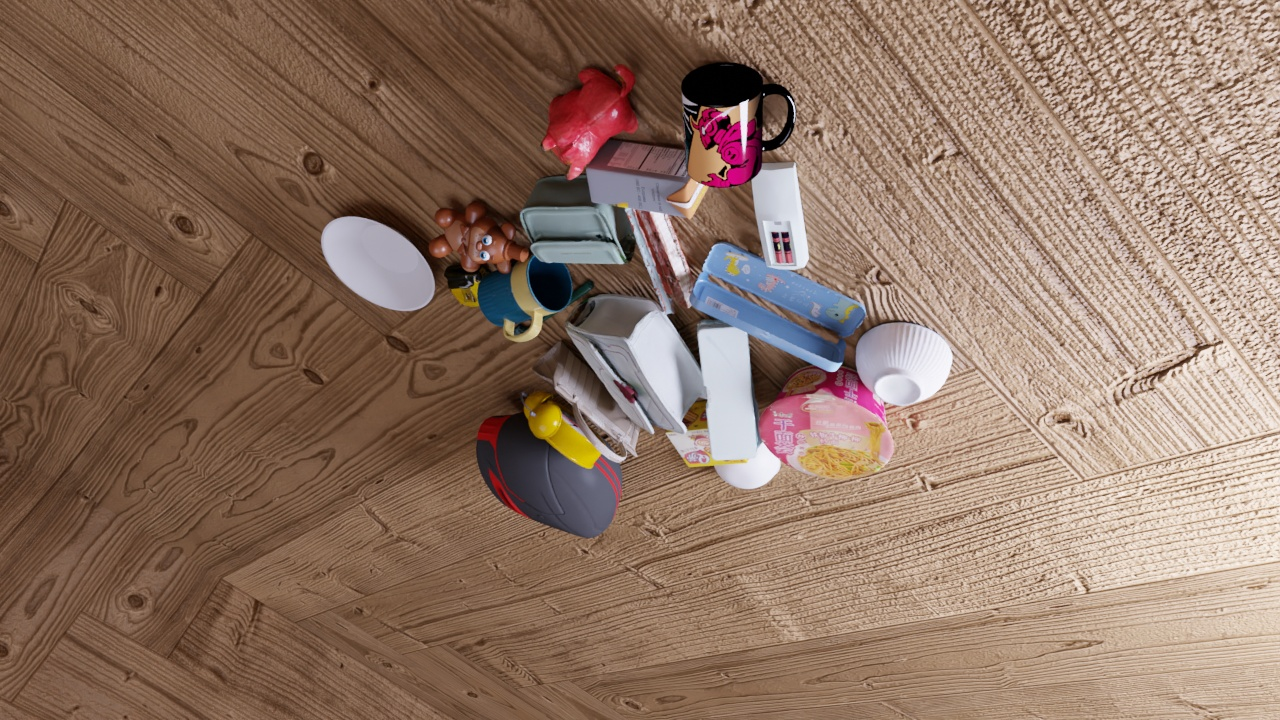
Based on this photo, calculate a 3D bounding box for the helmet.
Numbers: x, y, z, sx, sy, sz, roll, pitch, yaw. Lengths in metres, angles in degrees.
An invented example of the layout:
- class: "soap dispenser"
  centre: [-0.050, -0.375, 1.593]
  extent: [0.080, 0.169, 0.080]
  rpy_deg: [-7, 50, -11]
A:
- class: "helmet"
  centre: [-0.124, 0.177, 1.466]
  extent: [0.170, 0.163, 0.265]
  rpy_deg: [-14, 128, 38]

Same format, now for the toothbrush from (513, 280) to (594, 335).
- class: "toothbrush"
  centre: [-0.128, -0.071, 1.303]
  extent: [0.017, 0.016, 0.190]
  rpy_deg: [42, 137, -19]

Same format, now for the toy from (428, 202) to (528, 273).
- class: "toy"
  centre: [-0.209, -0.154, 1.195]
  extent: [0.128, 0.065, 0.095]
  rpy_deg: [21, 116, 22]

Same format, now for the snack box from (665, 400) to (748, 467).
- class: "snack box"
  centre: [0.105, 0.108, 1.358]
  extent: [0.106, 0.061, 0.083]
  rpy_deg: [-9, 131, 33]

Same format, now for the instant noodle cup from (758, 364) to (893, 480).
- class: "instant noodle cup"
  centre: [0.255, 0.077, 1.240]
  extent: [0.179, 0.077, 0.179]
  rpy_deg: [13, 141, 11]

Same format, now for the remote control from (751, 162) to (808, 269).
- class: "remote control"
  centre: [0.160, -0.160, 1.055]
  extent: [0.050, 0.024, 0.143]
  rpy_deg: [4, 137, 22]

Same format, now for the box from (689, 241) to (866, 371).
- class: "box"
  centre: [0.168, -0.064, 1.125]
  extent: [0.209, 0.073, 0.078]
  rpy_deg: [24, 137, -2]

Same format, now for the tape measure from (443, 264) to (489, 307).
- class: "tape measure"
  centre: [-0.239, -0.104, 1.300]
  extent: [0.066, 0.037, 0.064]
  rpy_deg: [2, 136, 23]

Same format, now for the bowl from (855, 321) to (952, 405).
- class: "bowl"
  centre: [0.325, 0.015, 1.146]
  extent: [0.118, 0.062, 0.118]
  rpy_deg: [13, 140, 11]

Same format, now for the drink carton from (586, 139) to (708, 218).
- class: "drink carton"
  centre: [0.009, -0.207, 1.037]
  extent: [0.125, 0.076, 0.049]
  rpy_deg: [12, 140, 19]

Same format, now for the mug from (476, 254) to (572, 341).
- class: "mug"
  centre: [-0.159, -0.080, 1.232]
  extent: [0.107, 0.113, 0.083]
  rpy_deg: [-13, 155, 38]

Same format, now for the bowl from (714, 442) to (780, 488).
- class: "bowl"
  centre: [0.157, 0.167, 1.417]
  extent: [0.110, 0.040, 0.110]
  rpy_deg: [13, 140, 11]

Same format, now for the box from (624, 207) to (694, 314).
- class: "box"
  centre: [0.015, -0.134, 1.134]
  extent: [0.058, 0.062, 0.188]
  rpy_deg: [48, 167, 51]

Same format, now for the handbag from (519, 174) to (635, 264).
- class: "handbag"
  centre: [-0.076, -0.166, 1.130]
  extent: [0.122, 0.067, 0.106]
  rpy_deg: [3, 138, 22]

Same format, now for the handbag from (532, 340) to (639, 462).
- class: "handbag"
  centre: [-0.066, 0.082, 1.311]
  extent: [0.062, 0.197, 0.175]
  rpy_deg: [-43, 114, 10]

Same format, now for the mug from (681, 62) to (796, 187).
- class: "mug"
  centre: [0.103, -0.247, 0.951]
  extent: [0.118, 0.081, 0.098]
  rpy_deg: [-11, 137, -3]

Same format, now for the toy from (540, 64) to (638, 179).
- class: "toy"
  centre: [-0.049, -0.259, 0.989]
  extent: [0.088, 0.093, 0.133]
  rpy_deg: [39, 137, -19]

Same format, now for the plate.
- class: "plate"
  centre: [-0.367, -0.147, 1.313]
  extent: [0.174, 0.036, 0.174]
  rpy_deg: [13, 140, 11]

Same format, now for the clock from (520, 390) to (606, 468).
- class: "clock"
  centre: [-0.113, 0.097, 1.323]
  extent: [0.152, 0.113, 0.052]
  rpy_deg: [38, 94, -21]

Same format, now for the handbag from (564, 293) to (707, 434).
- class: "handbag"
  centre: [-0.008, 0.007, 1.263]
  extent: [0.142, 0.096, 0.198]
  rpy_deg: [9, 144, 44]

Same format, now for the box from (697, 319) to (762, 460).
- class: "box"
  centre: [0.121, 0.040, 1.238]
  extent: [0.083, 0.065, 0.199]
  rpy_deg: [4, 115, 32]
